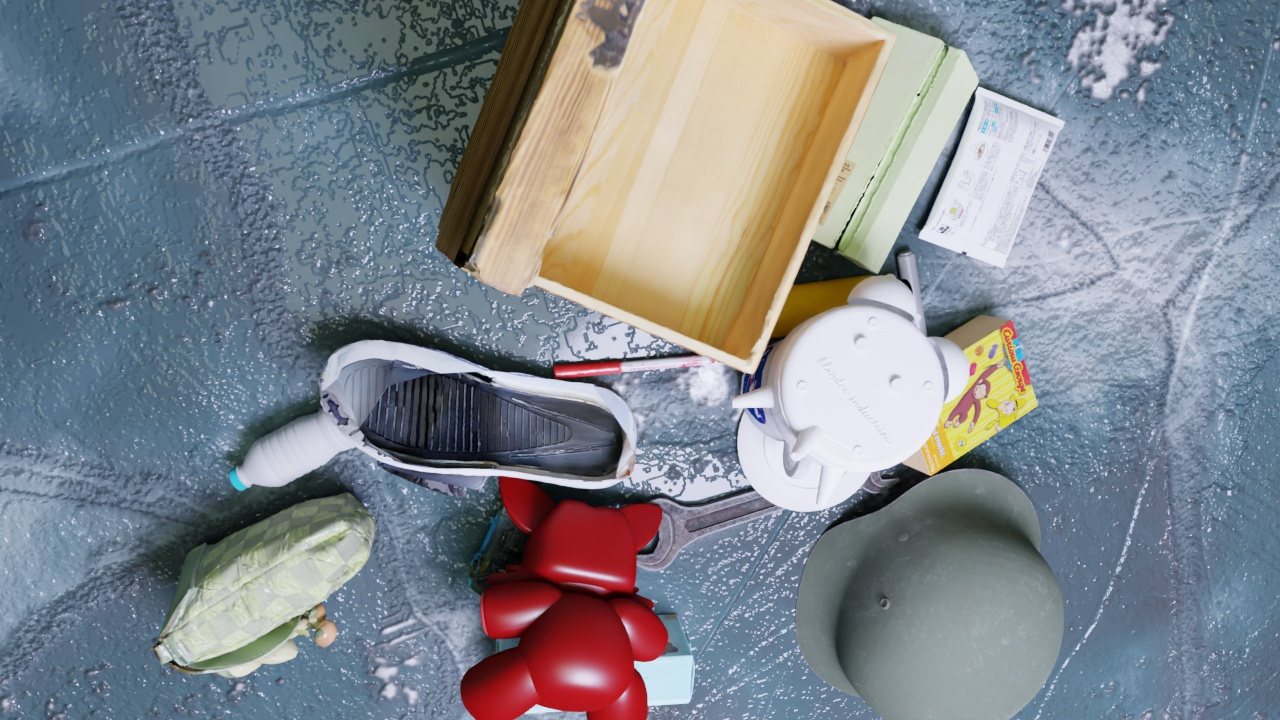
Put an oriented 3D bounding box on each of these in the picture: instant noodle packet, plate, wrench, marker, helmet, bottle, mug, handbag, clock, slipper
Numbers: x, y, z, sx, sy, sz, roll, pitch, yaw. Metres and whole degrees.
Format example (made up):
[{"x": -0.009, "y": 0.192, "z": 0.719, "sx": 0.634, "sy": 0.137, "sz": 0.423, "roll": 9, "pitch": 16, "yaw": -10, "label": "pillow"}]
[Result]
[{"x": 0.305, "y": -0.157, "z": 0.797, "sx": 0.087, "sy": 0.026, "sz": 0.134, "roll": 17, "pitch": 101, "yaw": -12, "label": "instant noodle packet"}, {"x": 0.155, "y": 0.073, "z": 0.833, "sx": 0.134, "sy": 0.011, "sz": 0.134, "roll": -1, "pitch": 98, "yaw": -7, "label": "plate"}, {"x": 0.115, "y": 0.130, "z": 0.851, "sx": 0.273, "sy": 0.010, "sz": 0.070, "roll": -17, "pitch": 106, "yaw": -4, "label": "wrench"}, {"x": -0.005, "y": 0.005, "z": 0.800, "sx": 0.142, "sy": 0.013, "sz": 0.013, "roll": -5, "pitch": 105, "yaw": -8, "label": "marker"}, {"x": 0.280, "y": 0.235, "z": 0.827, "sx": 0.227, "sy": 0.153, "sz": 0.268, "roll": 23, "pitch": 100, "yaw": -13, "label": "helmet"}, {"x": 0.163, "y": -0.048, "z": 0.795, "sx": 0.143, "sy": 0.043, "sz": 0.043, "roll": -8, "pitch": 105, "yaw": -7, "label": "bottle"}, {"x": 0.137, "y": 0.039, "z": 0.772, "sx": 0.091, "sy": 0.090, "sz": 0.121, "roll": 6, "pitch": 85, "yaw": -5, "label": "mug"}, {"x": 0.249, "y": -0.030, "z": 0.827, "sx": 0.016, "sy": 0.016, "sz": 0.140, "roll": -15, "pitch": 106, "yaw": -5, "label": "marker"}, {"x": -0.296, "y": 0.191, "z": 0.754, "sx": 0.186, "sy": 0.113, "sz": 0.117, "roll": -27, "pitch": 114, "yaw": -2, "label": "handbag"}, {"x": -0.274, "y": 0.068, "z": 0.758, "sx": 0.136, "sy": 0.044, "sz": 0.044, "roll": -28, "pitch": 106, "yaw": -1, "label": "bottle"}, {"x": 0.165, "y": 0.019, "z": 0.692, "sx": 0.161, "sy": 0.073, "sz": 0.125, "roll": -41, "pitch": 90, "yaw": -6, "label": "clock"}, {"x": -0.132, "y": 0.055, "z": 0.758, "sx": 0.263, "sy": 0.063, "sz": 0.111, "roll": 9, "pitch": 62, "yaw": -19, "label": "slipper"}]

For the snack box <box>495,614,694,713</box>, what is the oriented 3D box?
[{"x": -0.043, "y": 0.273, "z": 0.830, "sx": 0.174, "sy": 0.075, "sz": 0.053, "roll": 1, "pitch": 103, "yaw": -8, "label": "snack box"}]

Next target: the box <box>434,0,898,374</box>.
[{"x": 0.013, "y": -0.157, "z": 0.583, "sx": 0.286, "sy": 0.336, "sz": 0.279, "roll": 22, "pitch": 96, "yaw": -8, "label": "box"}]

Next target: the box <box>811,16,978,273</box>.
[{"x": 0.201, "y": -0.178, "z": 0.776, "sx": 0.098, "sy": 0.082, "sz": 0.188, "roll": 34, "pitch": 100, "yaw": 29, "label": "box"}]

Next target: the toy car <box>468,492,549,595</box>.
[{"x": -0.115, "y": 0.159, "z": 0.812, "sx": 0.048, "sy": 0.032, "sz": 0.105, "roll": 25, "pitch": 87, "yaw": -21, "label": "toy car"}]

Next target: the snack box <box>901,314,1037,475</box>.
[{"x": 0.281, "y": 0.029, "z": 0.818, "sx": 0.125, "sy": 0.040, "sz": 0.088, "roll": -29, "pitch": 109, "yaw": -14, "label": "snack box"}]

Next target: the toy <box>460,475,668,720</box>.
[{"x": -0.056, "y": 0.198, "z": 0.754, "sx": 0.158, "sy": 0.196, "sz": 0.121, "roll": 13, "pitch": 142, "yaw": -15, "label": "toy"}]
